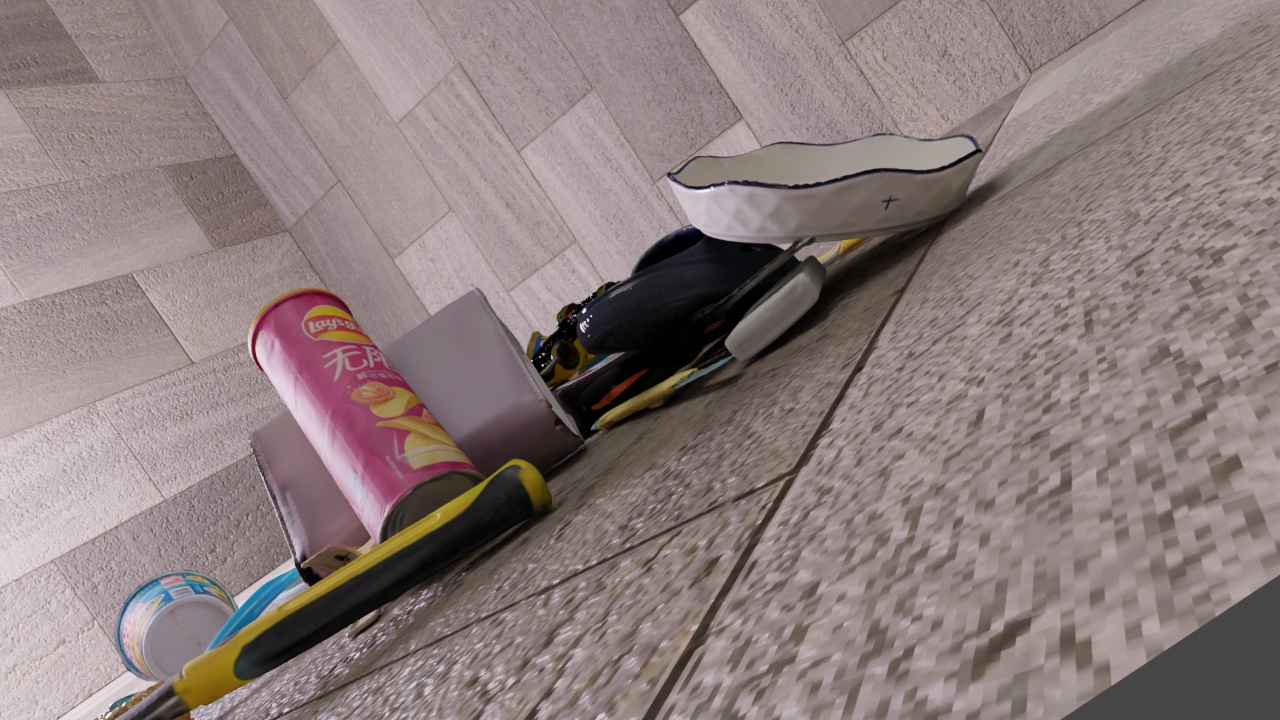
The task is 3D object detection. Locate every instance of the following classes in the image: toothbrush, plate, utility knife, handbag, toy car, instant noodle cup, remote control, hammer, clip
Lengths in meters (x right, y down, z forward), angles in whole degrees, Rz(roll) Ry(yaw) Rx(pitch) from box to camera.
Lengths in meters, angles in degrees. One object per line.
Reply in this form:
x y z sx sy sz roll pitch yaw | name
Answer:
0.170 -0.099 0.784 0.192 0.018 0.016 -32 2 29 | toothbrush
0.121 -0.118 0.618 0.205 0.045 0.204 -7 19 2 | plate
0.010 0.020 0.579 0.030 0.022 0.211 -36 -3 -25 | utility knife
-0.153 0.061 0.641 0.197 0.098 0.145 -34 44 -3 | handbag
-0.059 -0.015 0.795 0.071 0.041 0.155 -25 21 43 | toy car
-0.377 0.225 0.761 0.099 0.099 0.110 -35 11 -32 | instant noodle cup
0.088 -0.034 0.571 0.058 0.021 0.149 -41 0 18 | remote control
-0.179 0.137 0.407 0.322 0.032 0.126 -30 21 -23 | hammer
-0.154 0.121 0.522 0.034 0.071 0.100 -32 -3 0 | clip

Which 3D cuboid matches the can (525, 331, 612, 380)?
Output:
-0.069 0.007 0.896 0.083 0.057 0.102 11 3 -2 | can

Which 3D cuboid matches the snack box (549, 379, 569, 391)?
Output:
-0.122 0.072 0.815 0.113 0.053 0.126 -36 3 -35 | snack box

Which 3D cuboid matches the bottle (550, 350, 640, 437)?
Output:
-0.005 0.004 0.759 0.194 0.044 0.080 -35 4 -36 | bottle

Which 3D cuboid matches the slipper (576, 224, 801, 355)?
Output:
0.039 -0.064 0.670 0.111 0.083 0.267 -31 -10 30 | slipper

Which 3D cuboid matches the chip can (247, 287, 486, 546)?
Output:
-0.171 0.034 0.563 0.071 0.210 0.071 -25 -45 -27 | chip can

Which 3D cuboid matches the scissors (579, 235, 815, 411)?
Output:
0.028 -0.014 0.597 0.141 0.021 0.235 -26 -10 -18 | scissors

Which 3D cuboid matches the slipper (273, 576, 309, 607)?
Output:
-0.218 0.095 0.750 0.104 0.074 0.244 -17 37 57 | slipper

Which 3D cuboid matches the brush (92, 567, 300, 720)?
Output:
-0.258 0.178 0.539 0.083 0.046 0.254 -34 8 19 | brush
